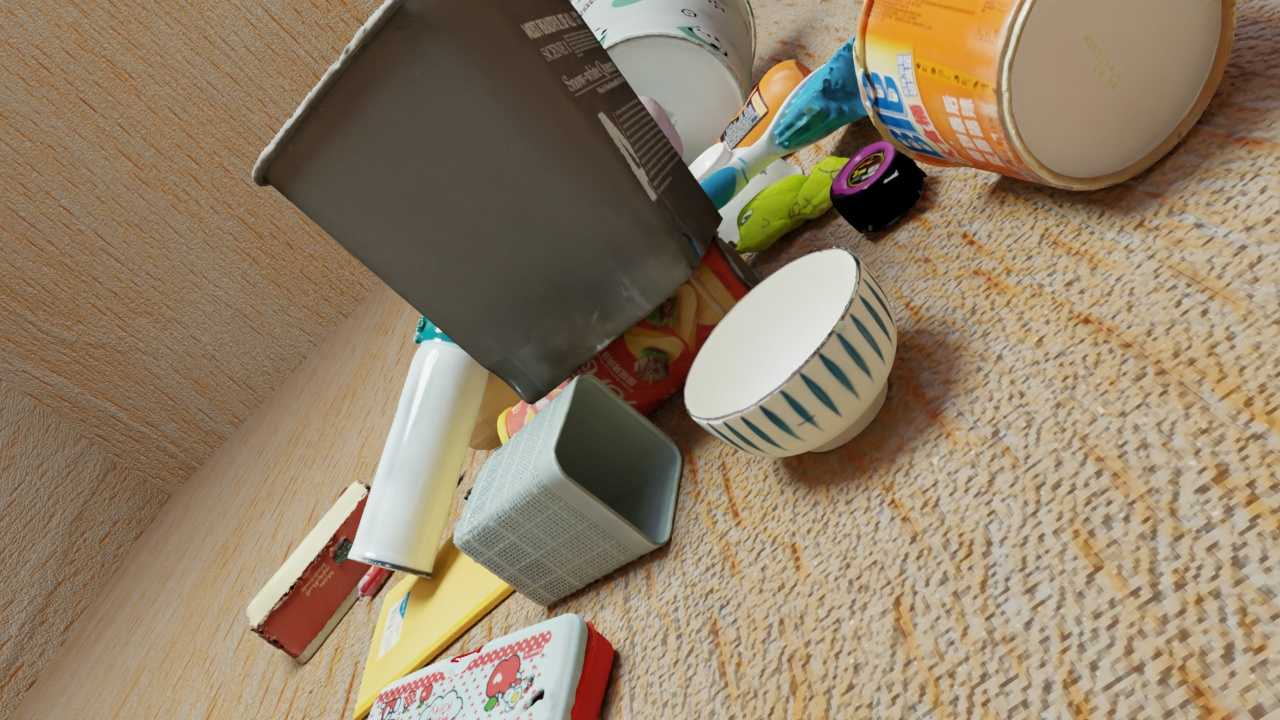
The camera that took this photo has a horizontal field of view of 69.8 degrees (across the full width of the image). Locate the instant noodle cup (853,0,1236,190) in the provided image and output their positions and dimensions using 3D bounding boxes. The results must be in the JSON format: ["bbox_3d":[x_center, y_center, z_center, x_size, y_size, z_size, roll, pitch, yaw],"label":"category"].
[{"bbox_3d":[0.198,-0.156,0.452,0.151,0.151,0.111,-44,28,8],"label":"instant noodle cup"}]

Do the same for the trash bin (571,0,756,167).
[{"bbox_3d":[0.017,-0.295,0.975,0.230,0.229,0.251,-37,28,26],"label":"trash bin"}]

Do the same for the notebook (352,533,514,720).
[{"bbox_3d":[-0.140,0.167,0.709,0.206,0.010,0.145,-42,21,13],"label":"notebook"}]

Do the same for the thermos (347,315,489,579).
[{"bbox_3d":[-0.174,0.060,0.752,0.073,0.073,0.224,-14,58,56],"label":"thermos"}]

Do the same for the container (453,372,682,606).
[{"bbox_3d":[-0.047,0.085,0.566,0.112,0.090,0.089,-38,21,31],"label":"container"}]

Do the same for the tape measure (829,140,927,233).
[{"bbox_3d":[0.155,-0.111,0.597,0.057,0.039,0.057,-34,29,32],"label":"tape measure"}]

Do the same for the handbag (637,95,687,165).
[{"bbox_3d":[-0.019,-0.127,0.802,0.099,0.145,0.196,-4,37,22],"label":"handbag"}]

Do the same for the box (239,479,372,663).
[{"bbox_3d":[-0.309,0.197,0.896,0.168,0.077,0.091,-53,21,-17],"label":"box"}]

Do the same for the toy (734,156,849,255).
[{"bbox_3d":[0.115,-0.120,0.703,0.096,0.031,0.100,-54,25,-22],"label":"toy"}]

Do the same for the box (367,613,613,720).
[{"bbox_3d":[-0.100,0.202,0.510,0.202,0.047,0.086,-31,26,36],"label":"box"}]

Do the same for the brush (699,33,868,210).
[{"bbox_3d":[0.111,-0.172,0.716,0.313,0.060,0.110,-43,9,-28],"label":"brush"}]

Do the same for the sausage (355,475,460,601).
[{"bbox_3d":[-0.217,0.159,0.864,0.155,0.020,0.020,-55,22,-22],"label":"sausage"}]

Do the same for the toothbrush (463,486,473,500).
[{"bbox_3d":[-0.081,0.073,0.760,0.190,0.016,0.014,-36,28,26],"label":"toothbrush"}]

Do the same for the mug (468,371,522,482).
[{"bbox_3d":[-0.120,0.040,0.827,0.104,0.084,0.124,-37,48,28],"label":"mug"}]

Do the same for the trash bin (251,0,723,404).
[{"bbox_3d":[-0.078,-0.114,0.590,0.199,0.220,0.198,-39,10,27],"label":"trash bin"}]

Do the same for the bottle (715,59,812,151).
[{"bbox_3d":[0.106,-0.204,0.847,0.150,0.066,0.066,-43,19,30],"label":"bottle"}]

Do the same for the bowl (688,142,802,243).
[{"bbox_3d":[0.073,-0.146,0.789,0.118,0.064,0.118,-41,21,19],"label":"bowl"}]

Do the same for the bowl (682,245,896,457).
[{"bbox_3d":[0.086,0.005,0.477,0.117,0.066,0.116,-41,20,18],"label":"bowl"}]

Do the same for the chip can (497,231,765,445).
[{"bbox_3d":[-0.004,0.004,0.654,0.217,0.073,0.073,-39,21,18],"label":"chip can"}]
